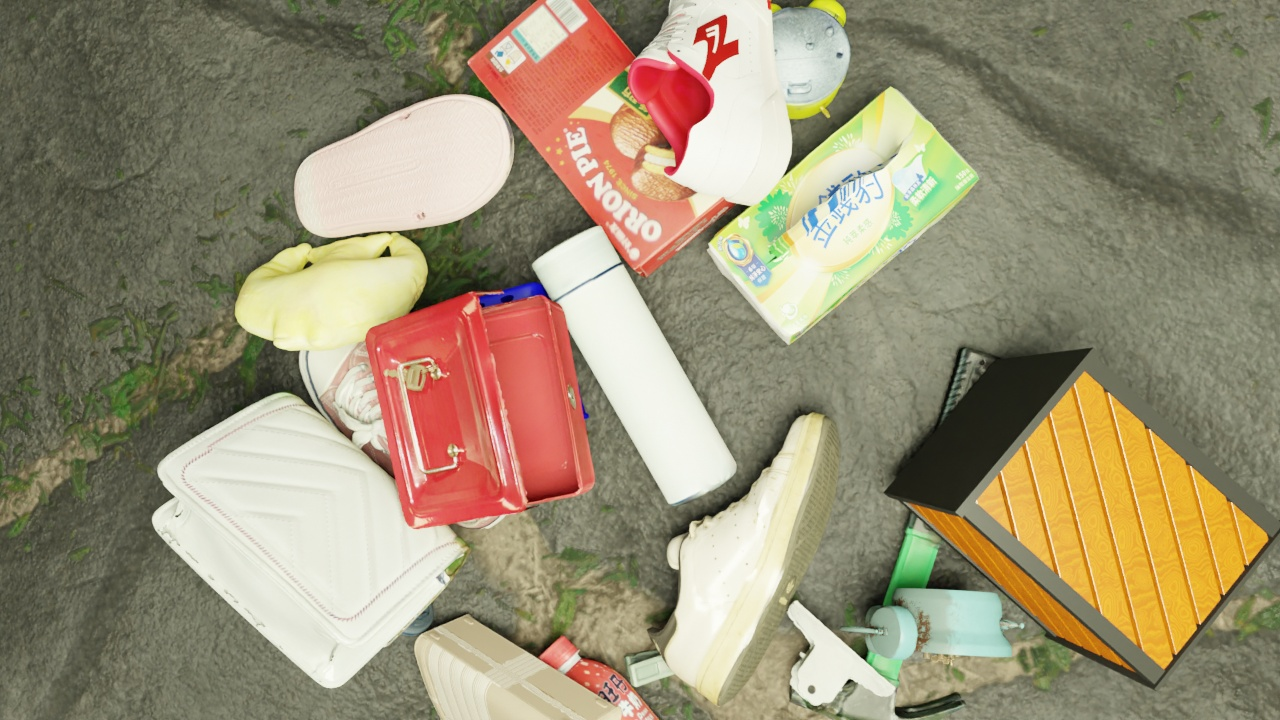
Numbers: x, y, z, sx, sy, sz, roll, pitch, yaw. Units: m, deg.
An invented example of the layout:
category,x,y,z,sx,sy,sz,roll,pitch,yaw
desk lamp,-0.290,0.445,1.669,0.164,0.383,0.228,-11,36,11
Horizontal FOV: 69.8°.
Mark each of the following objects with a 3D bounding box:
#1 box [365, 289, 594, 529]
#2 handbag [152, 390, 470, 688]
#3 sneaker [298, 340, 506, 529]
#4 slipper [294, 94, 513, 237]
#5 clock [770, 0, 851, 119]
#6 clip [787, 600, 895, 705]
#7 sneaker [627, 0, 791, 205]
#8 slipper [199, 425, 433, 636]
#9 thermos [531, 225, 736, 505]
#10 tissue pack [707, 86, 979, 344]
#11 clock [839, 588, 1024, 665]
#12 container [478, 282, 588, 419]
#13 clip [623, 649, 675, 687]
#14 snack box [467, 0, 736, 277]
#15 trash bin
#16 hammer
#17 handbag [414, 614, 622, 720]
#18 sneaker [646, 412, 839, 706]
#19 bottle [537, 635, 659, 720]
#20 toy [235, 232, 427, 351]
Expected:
category,x,y,z,sx,sy,sz,roll,pitch,yaw
box,-0.115,0.036,0.687,0.137,0.127,0.157,-12,89,29
handbag,-0.246,0.127,0.691,0.198,0.141,0.096,39,130,9
sneaker,-0.212,0.056,0.782,0.241,0.088,0.118,40,93,11
slipper,-0.211,-0.162,0.811,0.222,0.055,0.106,-11,86,19
clock,0.131,-0.258,0.763,0.083,0.057,0.119,-2,87,9
clip,0.144,0.244,0.724,0.101,0.044,0.054,41,81,10
sneaker,0.040,-0.233,0.716,0.104,0.091,0.236,5,64,-24
slipper,-0.297,0.162,0.786,0.263,0.101,0.082,38,93,11
thermos,-0.004,0.004,0.744,0.068,0.068,0.230,-29,95,6
tissue pack,0.154,-0.114,0.708,0.120,0.141,0.198,44,94,8
clock,0.212,0.197,0.681,0.124,0.090,0.053,2,75,4
container,-0.101,0.003,0.771,0.084,0.085,0.113,-15,84,7
clip,0.025,0.251,0.768,0.075,0.061,0.023,-12,87,-7
snack box,-0.029,-0.196,0.782,0.113,0.060,0.236,-39,82,5
trash bin,0.304,0.104,0.653,0.172,0.140,0.139,42,85,0
hammer,0.228,0.145,0.741,0.130,0.032,0.318,17,89,10
handbag,-0.109,0.337,0.749,0.176,0.062,0.198,17,108,37
sneaker,0.080,0.147,0.744,0.102,0.089,0.241,22,86,29
bottle,-0.030,0.289,0.756,0.062,0.062,0.137,-44,81,4
toy,-0.269,-0.058,0.787,0.170,0.154,0.065,-5,131,7
